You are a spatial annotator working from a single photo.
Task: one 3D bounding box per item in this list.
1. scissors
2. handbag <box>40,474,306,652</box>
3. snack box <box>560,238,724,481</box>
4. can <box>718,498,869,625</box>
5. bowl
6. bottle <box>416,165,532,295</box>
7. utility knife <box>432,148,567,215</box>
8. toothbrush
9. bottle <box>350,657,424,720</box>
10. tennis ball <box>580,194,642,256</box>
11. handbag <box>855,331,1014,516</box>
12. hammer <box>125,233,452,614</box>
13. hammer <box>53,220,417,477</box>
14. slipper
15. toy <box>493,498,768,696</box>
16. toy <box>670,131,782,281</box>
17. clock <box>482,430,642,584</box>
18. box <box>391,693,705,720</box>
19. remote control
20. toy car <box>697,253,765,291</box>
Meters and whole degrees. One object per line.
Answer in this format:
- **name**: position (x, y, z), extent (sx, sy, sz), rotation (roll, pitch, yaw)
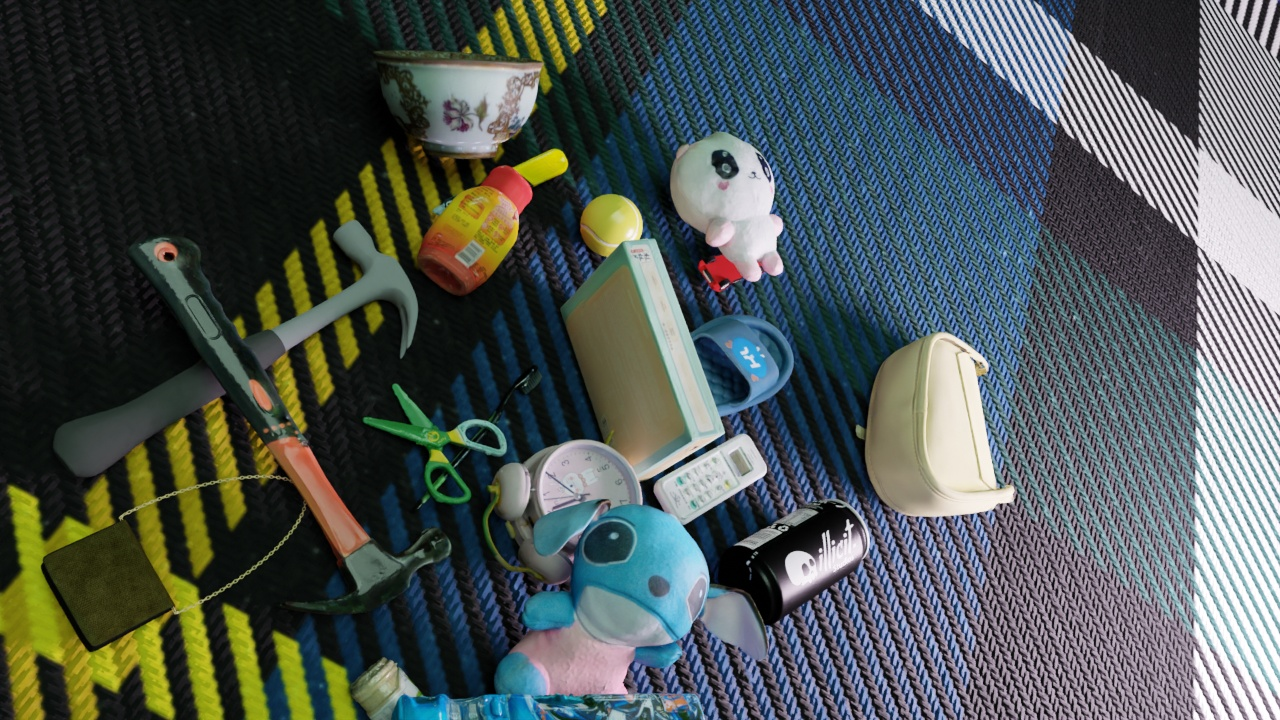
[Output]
- **scissors**: position (-0.174, 0.063, 0.799), extent (0.112, 0.012, 0.131), rotation (-29, 74, -32)
- **handbag**: position (-0.331, 0.136, 0.678), extent (0.177, 0.028, 0.084), rotation (-29, 85, -43)
- **snack box**: position (-0.005, 0.005, 0.857), extent (0.044, 0.142, 0.193), rotation (-9, 72, -33)
- **can**: position (0.151, 0.194, 0.896), extent (0.145, 0.080, 0.080), rotation (-20, 78, -36)
- **bowl**: position (-0.177, -0.249, 0.896), extent (0.159, 0.160, 0.094), rotation (-10, 114, -34)
- **bottle**: position (-0.154, -0.128, 0.880), extent (0.071, 0.049, 0.134), rotation (39, 61, -15)
- **utility knife**: position (-0.142, -0.178, 0.941), extent (0.173, 0.020, 0.029), rotation (-35, 102, -38)
- **toothbrush**: position (-0.143, 0.069, 0.825), extent (0.017, 0.014, 0.187), rotation (52, 52, -20)
- **bottle**: position (-0.171, 0.275, 0.690), extent (0.110, 0.043, 0.042), rotation (49, 52, 1)
- **tennis ball**: position (-0.031, -0.141, 0.961), extent (0.065, 0.065, 0.065), rotation (13, 61, -25)
- **handbag**: position (0.348, 0.075, 1.078), extent (0.190, 0.089, 0.232), rotation (20, 56, -28)
- **hammer**: position (-0.286, 0.048, 0.710), extent (0.132, 0.033, 0.333), rotation (-34, 95, -37)
- **hammer**: position (-0.314, -0.002, 0.748), extent (0.125, 0.030, 0.309), rotation (50, 53, 0)
- **slipper**: position (0.081, 0.007, 0.961), extent (0.213, 0.059, 0.103), rotation (-23, 78, -35)
- **toy**: position (-0.013, 0.215, 0.749), extent (0.224, 0.099, 0.191), rotation (33, 91, -22)
- **toy**: position (0.102, -0.170, 1.027), extent (0.138, 0.102, 0.179), rotation (-10, 67, -41)
- **clock**: position (-0.069, 0.131, 0.809), extent (0.157, 0.059, 0.116), rotation (-19, 78, -35)
- **box**: position (-0.067, 0.327, 0.681), extent (0.243, 0.114, 0.114), rotation (9, 35, -25)
- **remote control**: position (0.070, 0.119, 0.922), extent (0.133, 0.022, 0.050), rotation (-24, 80, -37)
- **toy car**: position (0.104, -0.105, 1.050), extent (0.089, 0.025, 0.038), rotation (-23, 75, -34)
